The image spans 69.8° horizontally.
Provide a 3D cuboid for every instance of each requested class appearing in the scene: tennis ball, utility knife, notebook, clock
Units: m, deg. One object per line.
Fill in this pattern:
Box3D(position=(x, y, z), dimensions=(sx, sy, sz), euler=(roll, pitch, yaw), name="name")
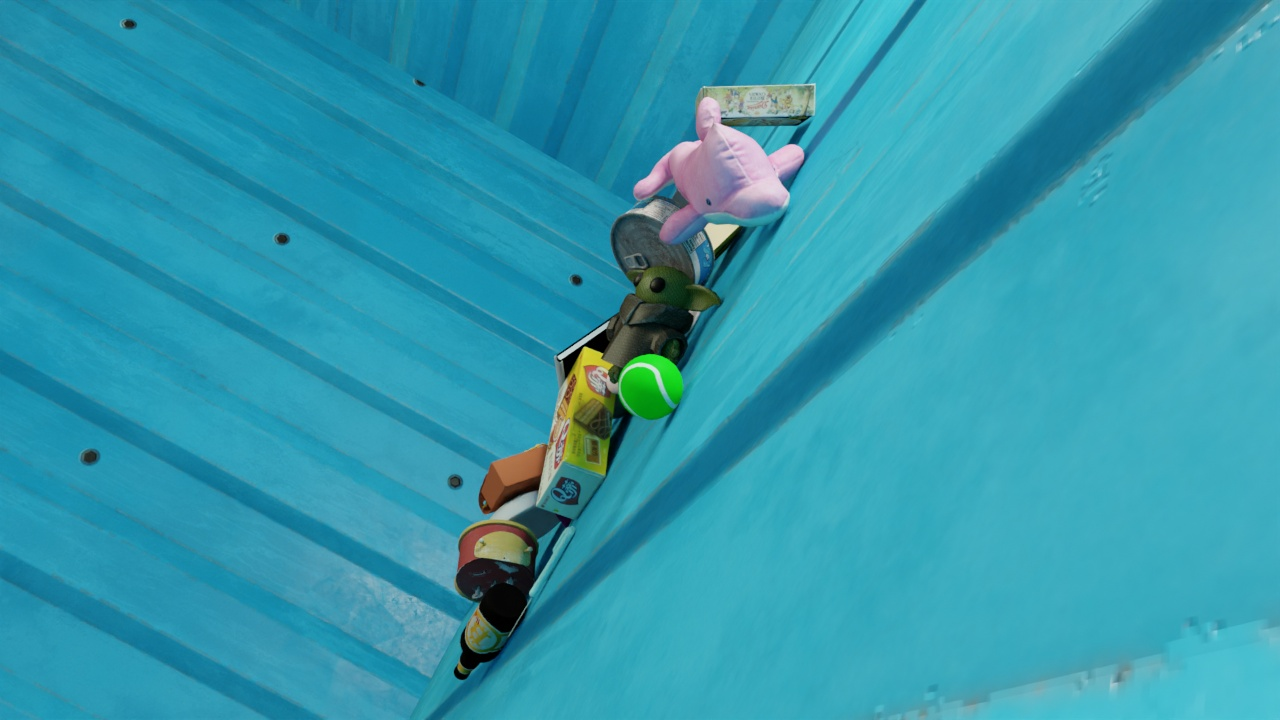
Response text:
Box3D(position=(0.010, 0.027, 0.914), dimensions=(0.065, 0.065, 0.065), euler=(-60, 4, 6), name="tennis ball")
Box3D(position=(-0.131, 0.286, 1.185), dimensions=(0.165, 0.015, 0.022), euler=(-58, 3, 1), name="utility knife")
Box3D(position=(-0.067, 0.008, 1.457), dimensions=(0.148, 0.016, 0.207), euler=(-36, -24, -18), name="notebook")
Box3D(position=(-0.211, 0.309, 1.323), dimensions=(0.081, 0.117, 0.159), euler=(-93, 21, -50), name="clock")

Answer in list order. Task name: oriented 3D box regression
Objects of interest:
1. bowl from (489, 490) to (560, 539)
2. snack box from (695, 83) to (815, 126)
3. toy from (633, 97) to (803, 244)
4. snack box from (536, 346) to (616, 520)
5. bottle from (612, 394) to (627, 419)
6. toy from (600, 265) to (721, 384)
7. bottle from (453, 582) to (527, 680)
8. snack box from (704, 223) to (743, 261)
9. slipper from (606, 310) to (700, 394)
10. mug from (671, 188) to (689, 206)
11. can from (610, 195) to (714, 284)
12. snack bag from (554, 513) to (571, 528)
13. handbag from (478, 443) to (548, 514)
Box3D(position=(-0.182, 0.239, 1.399), dimensions=(0.149, 0.043, 0.150), euler=(-28, -25, -15), name="bowl")
Box3D(position=(0.148, -0.335, 1.213), dimensions=(0.144, 0.145, 0.042), euler=(-83, -7, -81), name="snack box")
Box3D(position=(0.081, -0.220, 1.008), dimensions=(0.186, 0.128, 0.265), euler=(-30, 27, -6), name="toy")
Box3D(position=(-0.085, 0.098, 1.297), dimensions=(0.229, 0.061, 0.110), euler=(-83, 20, -47), name="snack box")
Box3D(position=(-0.027, 0.048, 1.380), dimensions=(0.137, 0.044, 0.044), euler=(-57, 5, 41), name="bottle")
Box3D(position=(0.011, -0.039, 1.087), dimensions=(0.179, 0.078, 0.153), euler=(22, 91, 52), name="toy")
Box3D(position=(-0.216, 0.381, 1.260), dimensions=(0.182, 0.059, 0.059), euler=(-58, 5, 32), name="bottle")
Box3D(position=(0.084, -0.152, 1.217), dimensions=(0.125, 0.040, 0.088), euler=(-45, -5, -32), name="snack box")
Box3D(position=(0.013, -0.025, 1.228), dimensions=(0.222, 0.055, 0.106), euler=(-43, 16, 48), name="slipper")
Box3D(position=(0.114, -0.246, 1.284), dimensions=(0.124, 0.104, 0.083), euler=(-58, 4, 26), name="mug")
Box3D(position=(0.026, -0.137, 1.137), dimensions=(0.044, 0.130, 0.130), euler=(-44, -5, -32), name="can")
Box3D(position=(-0.095, 0.155, 1.356), dimensions=(0.016, 0.070, 0.196), euler=(-18, 29, 30), name="snack bag")
Box3D(position=(-0.162, 0.175, 1.424), dimensions=(0.171, 0.060, 0.109), euler=(-15, -30, -35), name="handbag")
